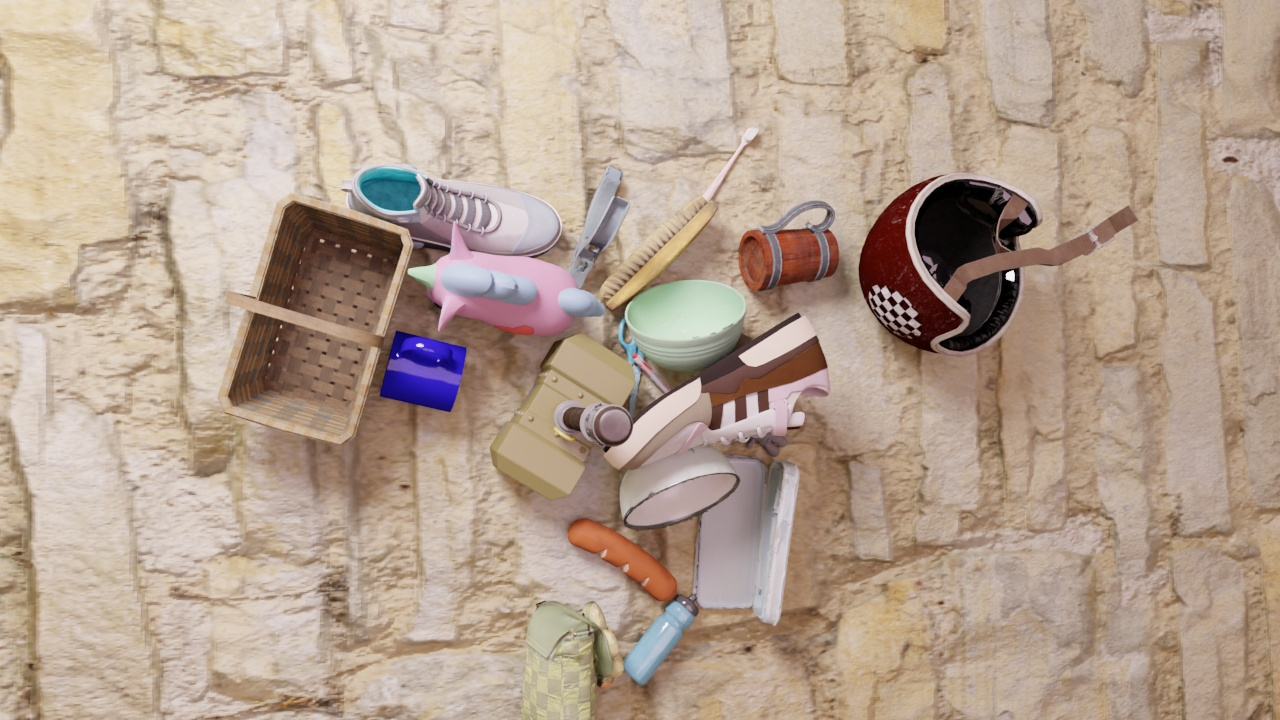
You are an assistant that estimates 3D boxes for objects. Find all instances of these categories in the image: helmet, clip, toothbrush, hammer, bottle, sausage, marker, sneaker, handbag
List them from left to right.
[{"bbox_3d":[-0.208,-0.175,1.057,0.256,0.160,0.093,6,88,-14],"label":"sneaker"},{"bbox_3d":[-0.080,0.386,1.121,0.116,0.113,0.186,2,92,-29],"label":"handbag"},{"bbox_3d":[-0.065,0.064,1.006,0.100,0.325,0.190,33,81,-12],"label":"hammer"},{"bbox_3d":[-0.048,-0.183,1.144,0.031,0.169,0.164,23,50,-14],"label":"clip"},{"bbox_3d":[-0.020,0.251,1.167,0.164,0.039,0.044,36,86,-12],"label":"sausage"},{"bbox_3d":[0.029,0.353,1.179,0.040,0.040,0.130,42,79,-11],"label":"bottle"},{"bbox_3d":[0.038,0.043,1.194,0.012,0.013,0.142,-46,105,-12],"label":"marker"},{"bbox_3d":[0.104,-0.238,1.218,0.015,0.018,0.181,36,81,-10],"label":"toothbrush"},{"bbox_3d":[0.099,0.066,1.074,0.293,0.112,0.116,-31,85,-16],"label":"sneaker"},{"bbox_3d":[0.411,-0.128,1.179,0.234,0.254,0.233,39,74,3],"label":"helmet"}]

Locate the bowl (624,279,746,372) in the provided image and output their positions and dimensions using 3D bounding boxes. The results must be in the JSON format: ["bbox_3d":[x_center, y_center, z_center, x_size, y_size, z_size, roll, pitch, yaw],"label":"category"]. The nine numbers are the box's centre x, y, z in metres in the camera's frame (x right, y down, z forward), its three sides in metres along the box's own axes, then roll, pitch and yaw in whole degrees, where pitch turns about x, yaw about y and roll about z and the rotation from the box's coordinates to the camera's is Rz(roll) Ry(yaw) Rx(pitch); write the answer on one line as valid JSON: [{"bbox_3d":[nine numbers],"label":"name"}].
[{"bbox_3d":[0.059,-0.035,1.144,0.150,0.151,0.077,-18,123,-15],"label":"bowl"}]

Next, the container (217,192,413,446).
[{"bbox_3d":[-0.347,-0.043,0.987,0.157,0.186,0.250,17,90,-8],"label":"container"}]

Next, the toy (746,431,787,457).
[{"bbox_3d":[0.147,0.089,1.220,0.111,0.030,0.049,35,95,-18],"label":"toy"}]

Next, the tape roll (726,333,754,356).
[{"bbox_3d":[0.146,0.000,1.187,0.093,0.094,0.030,33,81,-13],"label":"tape roll"}]

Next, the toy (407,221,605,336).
[{"bbox_3d":[-0.148,-0.078,1.063,0.222,0.171,0.120,8,87,-5],"label":"toy"}]

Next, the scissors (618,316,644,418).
[{"bbox_3d":[-0.007,0.007,1.189,0.055,0.015,0.136,5,93,-25],"label":"scissors"}]

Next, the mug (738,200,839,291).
[{"bbox_3d":[0.198,-0.152,1.201,0.111,0.081,0.118,-8,127,-19],"label":"mug"}]

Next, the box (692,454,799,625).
[{"bbox_3d":[0.144,0.230,1.180,0.129,0.106,0.210,2,88,-12],"label":"box"}]

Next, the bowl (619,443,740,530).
[{"bbox_3d":[0.041,0.147,1.140,0.153,0.154,0.072,-14,63,-15],"label":"bowl"}]

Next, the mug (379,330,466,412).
[{"bbox_3d":[-0.251,0.006,1.069,0.083,0.111,0.079,14,61,-15],"label":"mug"}]

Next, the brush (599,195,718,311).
[{"bbox_3d":[0.023,-0.139,1.171,0.195,0.059,0.043,-44,90,-5],"label":"brush"}]
